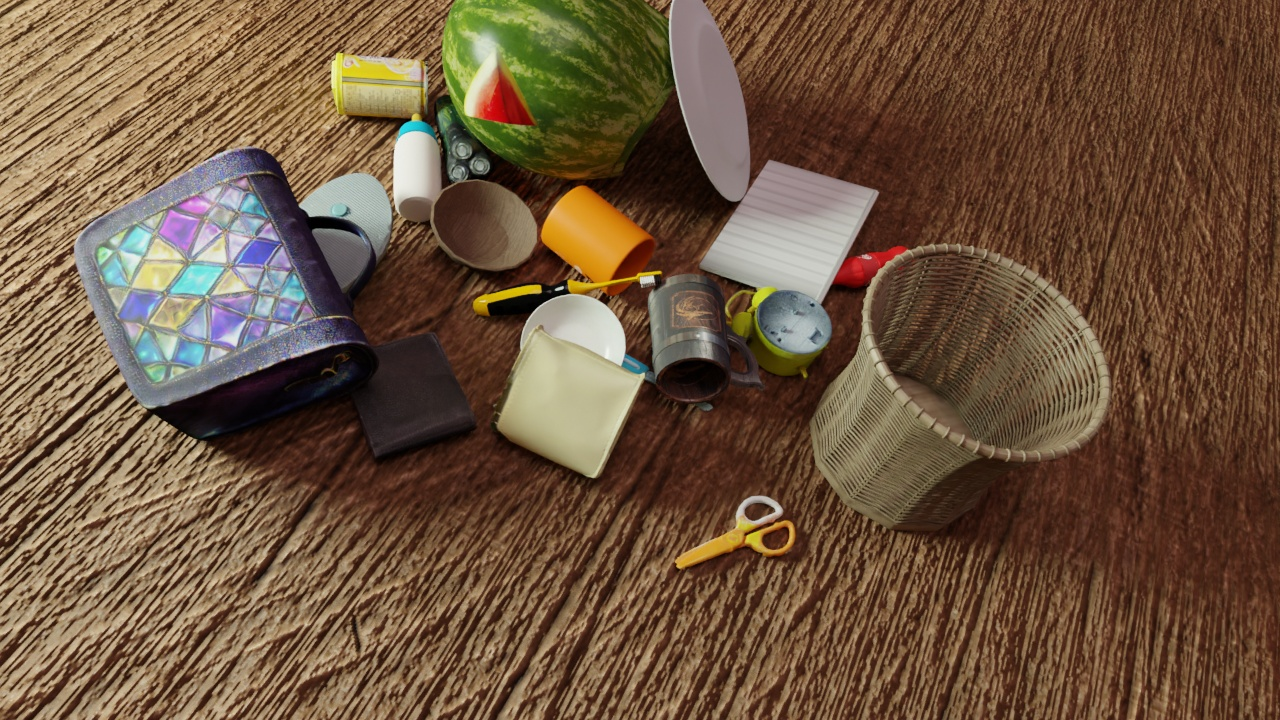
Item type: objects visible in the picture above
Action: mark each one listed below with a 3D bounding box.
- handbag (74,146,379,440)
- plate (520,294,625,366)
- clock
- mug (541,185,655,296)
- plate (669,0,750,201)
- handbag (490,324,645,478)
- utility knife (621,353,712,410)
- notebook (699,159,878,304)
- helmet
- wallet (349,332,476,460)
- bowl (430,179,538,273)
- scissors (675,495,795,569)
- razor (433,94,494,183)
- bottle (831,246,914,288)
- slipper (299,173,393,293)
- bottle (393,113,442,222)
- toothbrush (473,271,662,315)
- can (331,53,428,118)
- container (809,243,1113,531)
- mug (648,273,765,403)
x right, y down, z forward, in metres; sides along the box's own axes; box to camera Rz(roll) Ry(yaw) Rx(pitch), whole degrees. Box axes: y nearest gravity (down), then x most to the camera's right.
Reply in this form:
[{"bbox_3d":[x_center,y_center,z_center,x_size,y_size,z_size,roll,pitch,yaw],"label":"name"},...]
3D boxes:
[{"bbox_3d":[-0.340,-0.059,0.802,0.221,0.126,0.204,-27,76,-13],"label":"handbag"},{"bbox_3d":[-0.067,-0.013,0.920,0.104,0.026,0.104,1,79,-3],"label":"plate"},{"bbox_3d":[0.146,-0.036,0.977,0.119,0.057,0.083,37,57,12],"label":"clock"},{"bbox_3d":[-0.036,-0.132,0.996,0.096,0.078,0.112,39,31,14],"label":"mug"},{"bbox_3d":[0.090,-0.304,1.052,0.016,0.242,0.241,-10,51,24],"label":"plate"},{"bbox_3d":[-0.070,0.039,0.859,0.119,0.081,0.111,25,86,0],"label":"handbag"},{"bbox_3d":[-0.006,0.006,0.943,0.181,0.015,0.022,27,61,2],"label":"utility knife"},{"bbox_3d":[0.178,-0.154,1.073,0.143,0.009,0.209,21,54,18],"label":"notebook"},{"bbox_3d":[-0.097,-0.318,0.999,0.247,0.214,0.242,30,41,-8],"label":"helmet"},{"bbox_3d":[-0.221,0.031,0.867,0.099,0.031,0.120,-16,59,-25],"label":"wallet"},{"bbox_3d":[-0.169,-0.138,0.982,0.117,0.030,0.117,11,58,-19],"label":"bowl"},{"bbox_3d":[0.085,0.165,0.855,0.127,0.013,0.064,-15,61,-23],"label":"scissors"},{"bbox_3d":[-0.206,-0.255,1.039,0.054,0.067,0.151,-19,57,-7],"label":"razor"},{"bbox_3d":[0.259,-0.104,1.061,0.118,0.036,0.036,-14,61,-20],"label":"bottle"},{"bbox_3d":[-0.337,-0.073,0.904,0.098,0.055,0.268,35,67,7],"label":"slipper"},{"bbox_3d":[-0.246,-0.220,1.014,0.051,0.051,0.146,-1,57,-13],"label":"bottle"},{"bbox_3d":[-0.075,-0.071,0.937,0.197,0.031,0.030,-10,61,4],"label":"toothbrush"},{"bbox_3d":[-0.298,-0.315,1.055,0.105,0.068,0.067,0,57,-13],"label":"can"},{"bbox_3d":[0.285,0.038,0.873,0.227,0.197,0.226,6,56,-9],"label":"container"},{"bbox_3d":[0.067,-0.018,0.929,0.115,0.080,0.107,9,49,-14],"label":"mug"}]
